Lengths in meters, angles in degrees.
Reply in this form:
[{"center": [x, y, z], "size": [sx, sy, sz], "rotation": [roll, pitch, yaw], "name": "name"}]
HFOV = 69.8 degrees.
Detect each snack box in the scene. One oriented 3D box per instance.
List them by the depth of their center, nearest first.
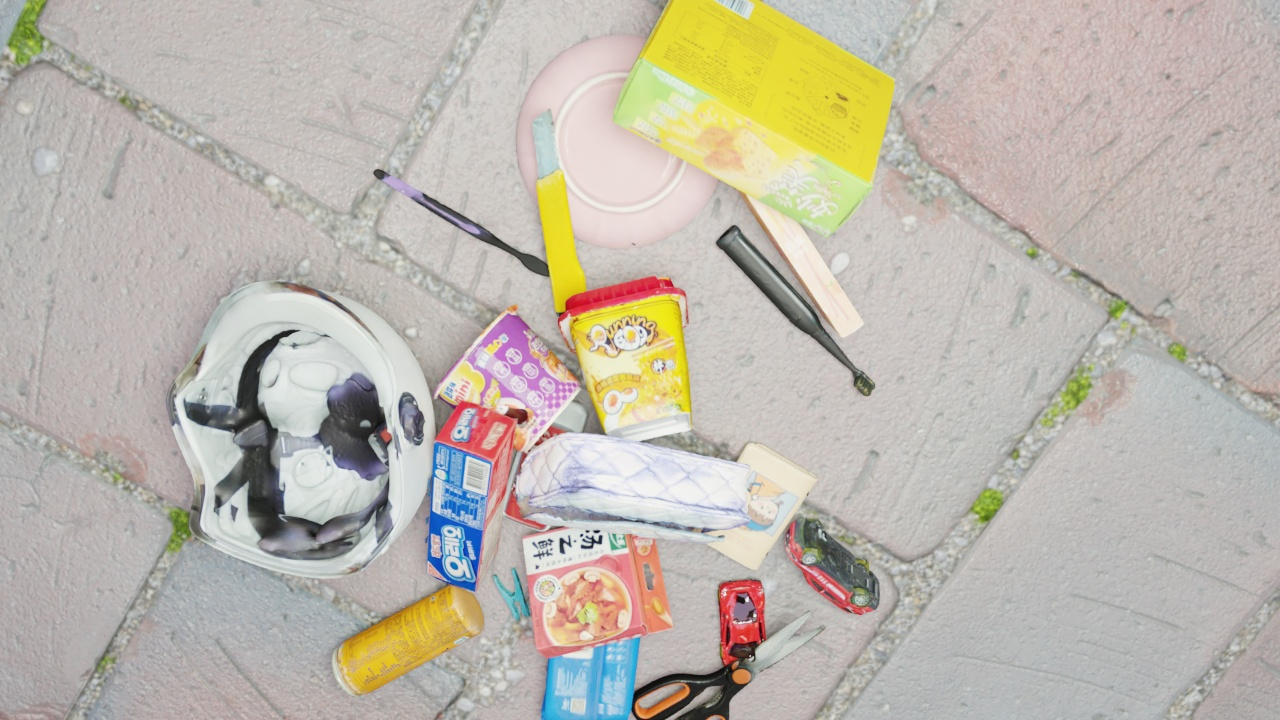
[{"center": [0.099, -0.218, 0.768], "size": [0.210, 0.157, 0.070], "rotation": [27, 143, -8], "name": "snack box"}, {"center": [0.144, -0.097, 0.833], "size": [0.026, 0.084, 0.157], "rotation": [-35, 101, 8], "name": "snack box"}, {"center": [-0.157, 0.130, 0.835], "size": [0.057, 0.058, 0.208], "rotation": [19, 134, 5], "name": "snack box"}, {"center": [-0.042, 0.214, 0.884], "size": [0.127, 0.044, 0.113], "rotation": [-14, 59, 1], "name": "snack box"}]

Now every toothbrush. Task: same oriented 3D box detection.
[{"center": [-0.164, -0.128, 0.856], "size": [0.189, 0.017, 0.014], "rotation": [30, 88, -5], "name": "toothbrush"}, {"center": [0.152, -0.044, 0.874], "size": [0.212, 0.027, 0.026], "rotation": [46, 134, -10], "name": "toothbrush"}]

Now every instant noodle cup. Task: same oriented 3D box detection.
[{"center": [-0.005, 0.005, 0.820], "size": [0.116, 0.116, 0.123], "rotation": [-13, 74, 1], "name": "instant noodle cup"}, {"center": [-0.115, 0.023, 0.832], "size": [0.099, 0.111, 0.111], "rotation": [42, 98, -1], "name": "instant noodle cup"}]

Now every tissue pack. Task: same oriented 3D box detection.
[{"center": [-0.050, 0.303, 0.932], "size": [0.095, 0.052, 0.157], "rotation": [6, 102, -1], "name": "tissue pack"}]

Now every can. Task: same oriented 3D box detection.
[{"center": [-0.231, 0.278, 0.917], "size": [0.146, 0.058, 0.058], "rotation": [-29, 102, 5], "name": "can"}]

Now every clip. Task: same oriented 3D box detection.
[{"center": [-0.129, 0.239, 0.935], "size": [0.040, 0.014, 0.056], "rotation": [-22, 103, 4], "name": "clip"}]

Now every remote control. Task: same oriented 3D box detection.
[{"center": [-0.095, 0.099, 0.897], "size": [0.056, 0.020, 0.136], "rotation": [20, 101, 6], "name": "remote control"}]

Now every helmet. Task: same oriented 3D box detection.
[{"center": [-0.277, 0.055, 0.817], "size": [0.229, 0.145, 0.259], "rotation": [1, 98, 15], "name": "helmet"}]

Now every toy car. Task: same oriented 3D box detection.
[{"center": [0.189, 0.208, 0.917], "size": [0.120, 0.052, 0.045], "rotation": [43, 122, -14], "name": "toy car"}, {"center": [0.106, 0.276, 0.942], "size": [0.049, 0.031, 0.106], "rotation": [-3, 105, 0], "name": "toy car"}]

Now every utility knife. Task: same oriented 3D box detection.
[{"center": [-0.073, -0.125, 0.828], "size": [0.033, 0.015, 0.207], "rotation": [-7, 120, -2], "name": "utility knife"}]

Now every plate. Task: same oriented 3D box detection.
[{"center": [-0.017, -0.196, 0.829], "size": [0.192, 0.039, 0.192], "rotation": [0, 102, -2], "name": "plate"}]

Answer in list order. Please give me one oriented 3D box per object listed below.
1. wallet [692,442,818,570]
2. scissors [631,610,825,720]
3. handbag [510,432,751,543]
[{"center": [0.111, 0.144, 0.918], "size": [0.087, 0.024, 0.115], "rotation": [30, 101, -13], "name": "wallet"}, {"center": [0.101, 0.334, 0.941], "size": [0.234, 0.021, 0.162], "rotation": [-17, 111, 11], "name": "scissors"}, {"center": [-0.005, 0.121, 0.830], "size": [0.193, 0.134, 0.075], "rotation": [13, 70, -23], "name": "handbag"}]
